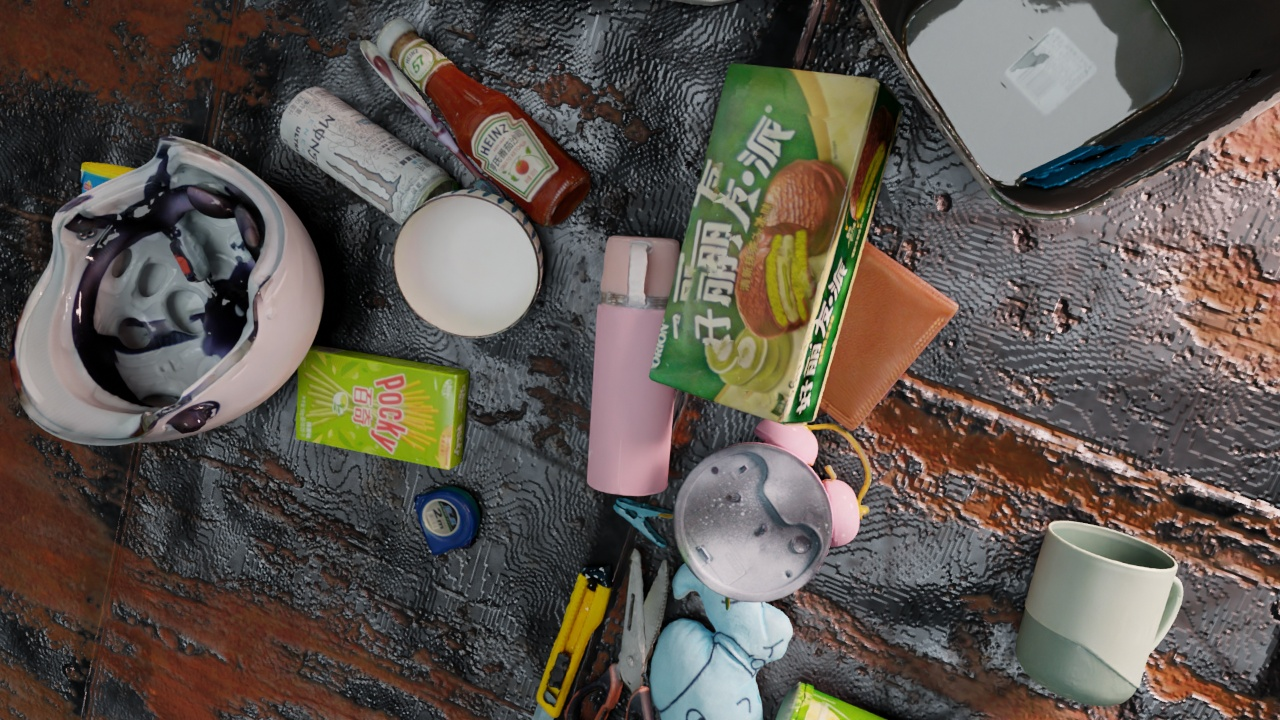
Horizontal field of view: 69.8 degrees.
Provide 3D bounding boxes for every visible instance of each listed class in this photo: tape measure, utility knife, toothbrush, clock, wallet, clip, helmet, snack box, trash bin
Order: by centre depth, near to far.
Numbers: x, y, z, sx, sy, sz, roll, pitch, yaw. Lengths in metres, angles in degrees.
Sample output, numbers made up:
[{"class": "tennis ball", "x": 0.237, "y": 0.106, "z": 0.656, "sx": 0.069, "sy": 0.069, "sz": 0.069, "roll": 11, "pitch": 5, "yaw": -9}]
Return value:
[{"class": "trash bin", "x": 0.248, "y": -0.199, "z": 0.537, "sx": 0.199, "sy": 0.219, "sz": 0.198, "roll": -33, "pitch": 87, "yaw": 17}, {"class": "snack box", "x": 0.094, "y": -0.082, "z": 0.654, "sx": 0.114, "sy": 0.063, "sz": 0.240, "roll": 19, "pitch": 98, "yaw": 31}, {"class": "wallet", "x": 0.158, "y": -0.022, "z": 0.688, "sx": 0.101, "sy": 0.032, "sz": 0.125, "roll": 38, "pitch": 107, "yaw": 5}, {"class": "clock", "x": 0.101, "y": 0.109, "z": 0.698, "sx": 0.158, "sy": 0.060, "sz": 0.117, "roll": -36, "pitch": 83, "yaw": 6}, {"class": "clip", "x": 0.003, "y": 0.130, "z": 0.762, "sx": 0.055, "sy": 0.013, "sz": 0.034, "roll": 23, "pitch": 102, "yaw": 12}, {"class": "toothbrush", "x": -0.175, "y": -0.197, "z": 0.764, "sx": 0.016, "sy": 0.017, "sz": 0.187, "roll": -42, "pitch": 86, "yaw": 16}, {"class": "helmet", "x": -0.374, "y": -0.041, "z": 0.770, "sx": 0.259, "sy": 0.146, "sz": 0.229, "roll": -44, "pitch": 69, "yaw": 6}, {"class": "utility knife", "x": -0.067, "y": 0.272, "z": 0.801, "sx": 0.033, "sy": 0.015, "sz": 0.218, "roll": 23, "pitch": 104, "yaw": 15}, {"class": "tape measure", "x": -0.168, "y": 0.138, "z": 0.806, "sx": 0.055, "sy": 0.025, "sz": 0.058, "roll": -18, "pitch": 96, "yaw": 16}, {"class": "snack box", "x": -0.229, "y": 0.040, "z": 0.810, "sx": 0.156, "sy": 0.026, "sz": 0.086, "roll": 10, "pitch": 101, "yaw": 14}]

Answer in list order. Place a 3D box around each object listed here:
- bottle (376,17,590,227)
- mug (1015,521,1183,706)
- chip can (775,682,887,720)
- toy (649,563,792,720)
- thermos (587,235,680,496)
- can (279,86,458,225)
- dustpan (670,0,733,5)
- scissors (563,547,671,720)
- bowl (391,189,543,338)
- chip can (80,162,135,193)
[{"class": "bottle", "x": -0.128, "y": -0.193, "z": 0.729, "sx": 0.206, "sy": 0.059, "sz": 0.060, "roll": 44, "pitch": 107, "yaw": 6}, {"class": "mug", "x": 0.328, "y": 0.179, "z": 0.646, "sx": 0.111, "sy": 0.082, "sz": 0.106, "roll": 7, "pitch": 101, "yaw": -17}, {"class": "chip can", "x": 0.208, "y": 0.320, "z": 0.699, "sx": 0.221, "sy": 0.072, "sz": 0.073, "roll": 20, "pitch": 103, "yaw": 13}, {"class": "toy", "x": 0.059, "y": 0.248, "z": 0.744, "sx": 0.156, "sy": 0.049, "sz": 0.161, "roll": -38, "pitch": 74, "yaw": 21}, {"class": "thermos", "x": -0.004, "y": 0.004, "z": 0.708, "sx": 0.067, "sy": 0.087, "sz": 0.199, "roll": 5, "pitch": 101, "yaw": 2}, {"class": "can", "x": -0.225, "y": -0.166, "z": 0.762, "sx": 0.147, "sy": 0.058, "sz": 0.058, "roll": 35, "pitch": 105, "yaw": 9}, {"class": "dustpan", "x": -0.063, "y": -0.375, "z": 0.644, "sx": 0.258, "sy": 0.142, "sz": 0.223, "roll": 4, "pitch": 99, "yaw": 17}, {"class": "scissors", "x": -0.017, "y": 0.267, "z": 0.767, "sx": 0.214, "sy": 0.015, "sz": 0.197, "roll": -39, "pitch": 64, "yaw": 35}, {"class": "bowl", "x": -0.133, "y": -0.082, "z": 0.736, "sx": 0.116, "sy": 0.066, "sz": 0.116, "roll": 2, "pitch": 112, "yaw": 4}, {"class": "chip can", "x": -0.483, "y": -0.070, "z": 0.843, "sx": 0.071, "sy": 0.071, "sz": 0.210, "roll": 16, "pitch": 102, "yaw": 13}]
